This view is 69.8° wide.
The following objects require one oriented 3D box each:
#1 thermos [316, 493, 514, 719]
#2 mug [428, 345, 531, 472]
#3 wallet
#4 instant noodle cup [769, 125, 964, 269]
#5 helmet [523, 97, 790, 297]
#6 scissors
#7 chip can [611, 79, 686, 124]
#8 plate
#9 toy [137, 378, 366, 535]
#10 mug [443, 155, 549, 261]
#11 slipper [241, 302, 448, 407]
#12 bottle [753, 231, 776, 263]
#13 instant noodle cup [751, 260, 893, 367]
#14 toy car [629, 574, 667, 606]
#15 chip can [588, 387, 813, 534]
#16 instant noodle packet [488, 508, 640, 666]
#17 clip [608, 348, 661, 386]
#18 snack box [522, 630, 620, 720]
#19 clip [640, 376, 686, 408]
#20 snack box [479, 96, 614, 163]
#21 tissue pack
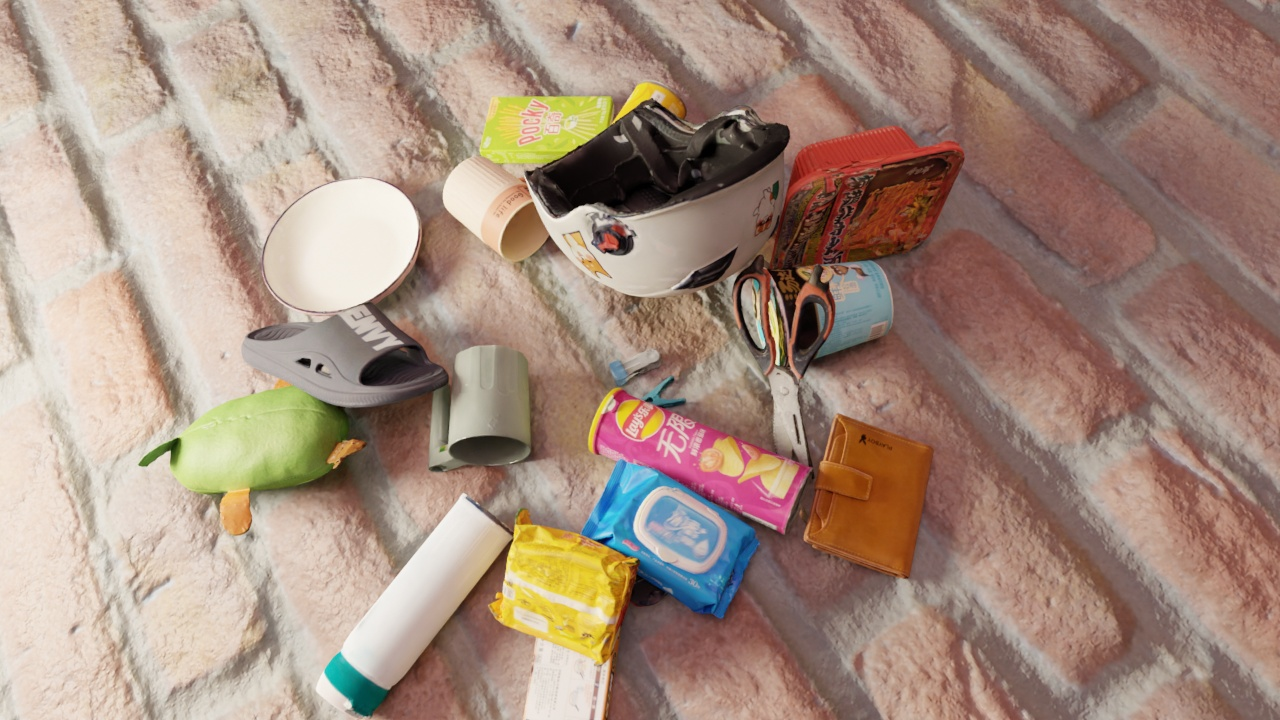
[{"bbox_3d":[-0.217,0.235,0.878,0.073,0.073,0.224,32,74,21],"label":"thermos"},{"bbox_3d":[-0.172,0.053,0.955,0.124,0.083,0.103,-19,60,28],"label":"mug"},{"bbox_3d":[0.210,0.125,0.868,0.119,0.035,0.130,21,69,-6],"label":"wallet"},{"bbox_3d":[0.218,-0.165,0.931,0.188,0.165,0.079,-13,62,-9],"label":"instant noodle cup"},{"bbox_3d":[0.026,-0.144,0.906,0.274,0.157,0.229,17,46,39],"label":"helmet"},{"bbox_3d":[0.146,0.009,0.871,0.201,0.015,0.207,45,121,8],"label":"scissors"},{"bbox_3d":[-0.026,-0.223,1.058,0.072,0.072,0.213,23,71,18],"label":"chip can"},{"bbox_3d":[-0.347,-0.129,1.082,0.192,0.039,0.192,-4,63,7],"label":"plate"},{"bbox_3d":[-0.384,0.084,0.960,0.247,0.090,0.226,-10,40,10],"label":"toy"},{"bbox_3d":[-0.153,-0.182,1.062,0.106,0.082,0.114,38,49,24],"label":"mug"},{"bbox_3d":[-0.322,-0.018,0.963,0.268,0.083,0.110,14,25,30],"label":"slipper"},{"bbox_3d":[0.101,-0.163,1.019,0.066,0.067,0.149,-39,72,-10],"label":"bottle"},{"bbox_3d":[0.186,-0.054,0.933,0.120,0.111,0.111,-13,63,-6],"label":"instant noodle cup"},{"bbox_3d":[-0.009,0.186,0.883,0.049,0.031,0.106,-20,67,-20],"label":"toy car"},{"bbox_3d":[0.058,0.096,0.896,0.211,0.071,0.071,21,70,17],"label":"chip can"},{"bbox_3d":[-0.071,0.205,0.834,0.128,0.044,0.111,19,102,19],"label":"instant noodle packet"},{"bbox_3d":[-0.004,0.005,0.979,0.058,0.042,0.026,-26,62,-7],"label":"clip"},{"bbox_3d":[-0.064,0.298,0.845,0.075,0.026,0.153,3,65,11],"label":"snack box"},{"bbox_3d":[0.018,0.041,0.960,0.054,0.013,0.033,-26,63,-3],"label":"clip"},{"bbox_3d":[-0.114,-0.283,1.126,0.156,0.026,0.085,3,65,11],"label":"snack box"},{"bbox_3d":[0.028,0.163,0.855,0.157,0.052,0.094,30,61,4],"label":"tissue pack"}]
